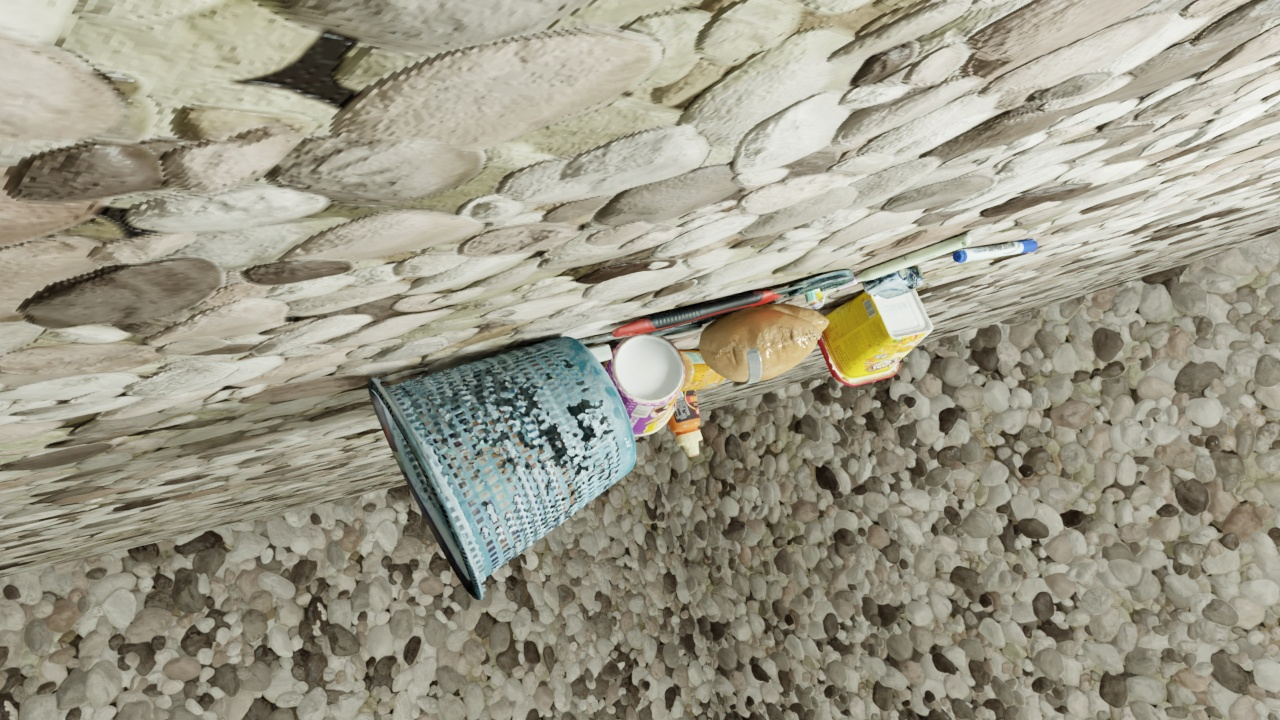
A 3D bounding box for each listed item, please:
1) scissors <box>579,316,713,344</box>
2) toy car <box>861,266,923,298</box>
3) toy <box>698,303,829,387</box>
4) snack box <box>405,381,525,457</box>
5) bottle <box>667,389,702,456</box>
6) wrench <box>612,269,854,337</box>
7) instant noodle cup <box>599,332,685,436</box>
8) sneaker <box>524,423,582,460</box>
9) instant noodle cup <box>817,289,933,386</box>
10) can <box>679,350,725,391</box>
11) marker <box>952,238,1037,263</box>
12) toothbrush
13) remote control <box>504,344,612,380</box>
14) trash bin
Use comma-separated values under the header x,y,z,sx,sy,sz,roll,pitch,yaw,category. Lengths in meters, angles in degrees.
x,y,z,sx,sy,sz,roll,pitch,yaw,category
-0.003,-0.033,0.963,0.133,0.014,0.175,-18,170,36,scissors
0.295,-0.090,1.068,0.049,0.031,0.105,-20,171,34,toy car
0.143,-0.025,1.048,0.143,0.082,0.225,-3,-173,19,toy
-0.190,0.062,1.041,0.052,0.074,0.174,-20,172,31,snack box
0.063,0.077,1.426,0.067,0.149,0.067,-15,174,-2,bottle
0.101,-0.059,0.945,0.273,0.016,0.056,-14,173,-16,wrench
-0.001,0.022,1.047,0.111,0.111,0.099,-13,164,-17,instant noodle cup
-0.116,0.108,1.514,0.242,0.118,0.087,-13,-164,28,sneaker
0.312,-0.041,1.221,0.116,0.116,0.124,-11,161,-27,instant noodle cup
0.076,0.014,1.325,0.058,0.058,0.145,-18,173,25,can
0.418,-0.129,1.080,0.145,0.017,0.017,-11,172,-33,marker
0.264,-0.097,0.989,0.190,0.029,0.020,-21,-146,33,toothbrush
-0.106,0.006,0.983,0.150,0.021,0.058,-13,-179,-14,remote control
-0.121,0.080,0.874,0.194,0.226,0.227,-26,178,-20,trash bin
